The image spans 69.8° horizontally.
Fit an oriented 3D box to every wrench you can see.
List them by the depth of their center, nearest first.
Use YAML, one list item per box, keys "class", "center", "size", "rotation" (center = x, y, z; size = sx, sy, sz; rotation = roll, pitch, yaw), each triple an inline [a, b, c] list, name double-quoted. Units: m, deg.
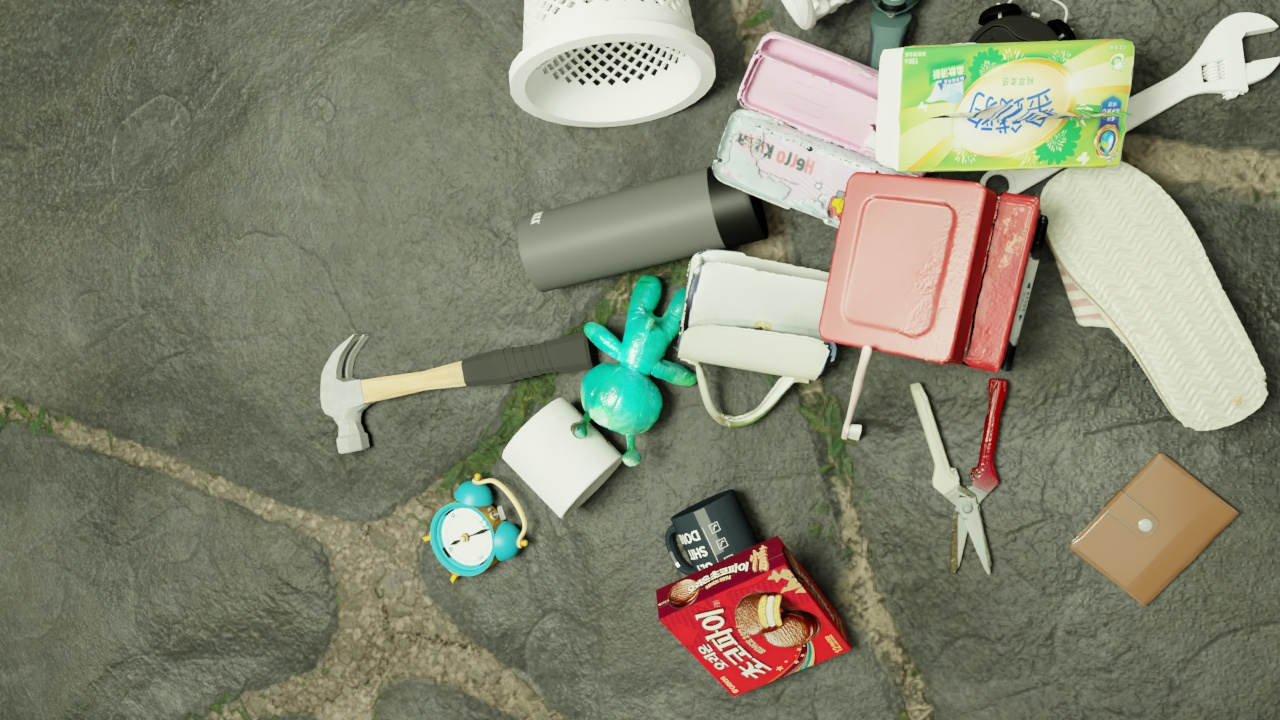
- class: "wrench"
  center: [0.440, -0.222, 0.836]
  size: [0.274, 0.018, 0.066]
  rotation: [-29, 85, 16]

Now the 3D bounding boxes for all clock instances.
- class: "clock"
  center: [0.346, -0.278, 0.845]
  size: [0.091, 0.042, 0.121]
  rotation: [25, 99, 13]
- class: "clock"
  center: [-0.183, 0.189, 1.023]
  size: [0.130, 0.043, 0.099]
  rotation: [-39, 83, 21]

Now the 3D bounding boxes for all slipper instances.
- class: "slipper"
  center: [0.452, -0.059, 0.824]
  size: [0.115, 0.052, 0.263]
  rotation: [-32, 80, 17]

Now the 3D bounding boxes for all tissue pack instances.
- class: "tissue pack"
  center: [0.305, -0.208, 0.754]
  size: [0.198, 0.141, 0.120]
  rotation: [-7, 107, 3]

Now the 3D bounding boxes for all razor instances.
- class: "razor"
  center: [0.234, -0.287, 0.879]
  size: [0.047, 0.052, 0.143]
  rotation: [10, 105, 14]

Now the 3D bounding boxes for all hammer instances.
- class: "hammer"
  center: [-0.207, 0.016, 1.022]
  size: [0.329, 0.039, 0.131]
  rotation: [-10, 89, 16]

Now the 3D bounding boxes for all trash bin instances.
- class: "trash bin"
  center: [-0.035, -0.359, 0.886]
  size: [0.196, 0.195, 0.199]
  rotation: [-8, 81, 16]

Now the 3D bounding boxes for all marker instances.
- class: "marker"
  center: [0.355, -0.060, 0.850]
  size: [0.011, 0.011, 0.152]
  rotation: [11, 113, 15]

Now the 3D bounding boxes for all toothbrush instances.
- class: "toothbrush"
  center: [0.202, 0.033, 0.846]
  size: [0.018, 0.181, 0.015]
  rotation: [8, 62, 12]

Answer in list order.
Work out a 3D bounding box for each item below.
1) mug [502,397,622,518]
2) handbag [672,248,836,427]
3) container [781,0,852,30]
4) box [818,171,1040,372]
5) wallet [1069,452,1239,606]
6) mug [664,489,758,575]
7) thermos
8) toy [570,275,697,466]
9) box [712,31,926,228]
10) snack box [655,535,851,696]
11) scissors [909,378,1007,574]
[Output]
- class: "mug"
  center: [-0.087, 0.110, 0.973]
  size: [0.090, 0.090, 0.122]
  rotation: [44, 136, 9]
- class: "handbag"
  center: [0.108, -0.009, 0.898]
  size: [0.151, 0.074, 0.176]
  rotation: [11, 112, -2]
- class: "container"
  center: [0.183, -0.426, 0.808]
  size: [0.187, 0.189, 0.189]
  rotation: [-29, 85, 14]
- class: "box"
  center: [0.256, -0.080, 0.822]
  size: [0.170, 0.156, 0.157]
  rotation: [12, 95, 14]
- class: "wallet"
  center: [0.473, 0.157, 0.849]
  size: [0.087, 0.013, 0.121]
  rotation: [40, 103, 10]
- class: "mug"
  center: [0.068, 0.187, 0.943]
  size: [0.105, 0.071, 0.077]
  rotation: [-29, 84, 42]
- class: "thermos"
  center: [0.002, -0.135, 0.930]
  size: [0.241, 0.082, 0.082]
  rotation: [-12, 90, 16]
- class: "toy"
  center: [-0.006, 0.005, 0.939]
  size: [0.130, 0.072, 0.193]
  rotation: [22, 84, 2]
- class: "box"
  center: [0.180, -0.207, 0.861]
  size: [0.201, 0.066, 0.154]
  rotation: [20, 105, -7]
- class: "snack box"
  center: [0.112, 0.255, 0.900]
  size: [0.133, 0.035, 0.152]
  rotation: [-28, 123, 15]
- class: "scissors"
  center: [0.314, 0.101, 0.891]
  size: [0.179, 0.015, 0.185]
  rotation: [43, 103, 8]
